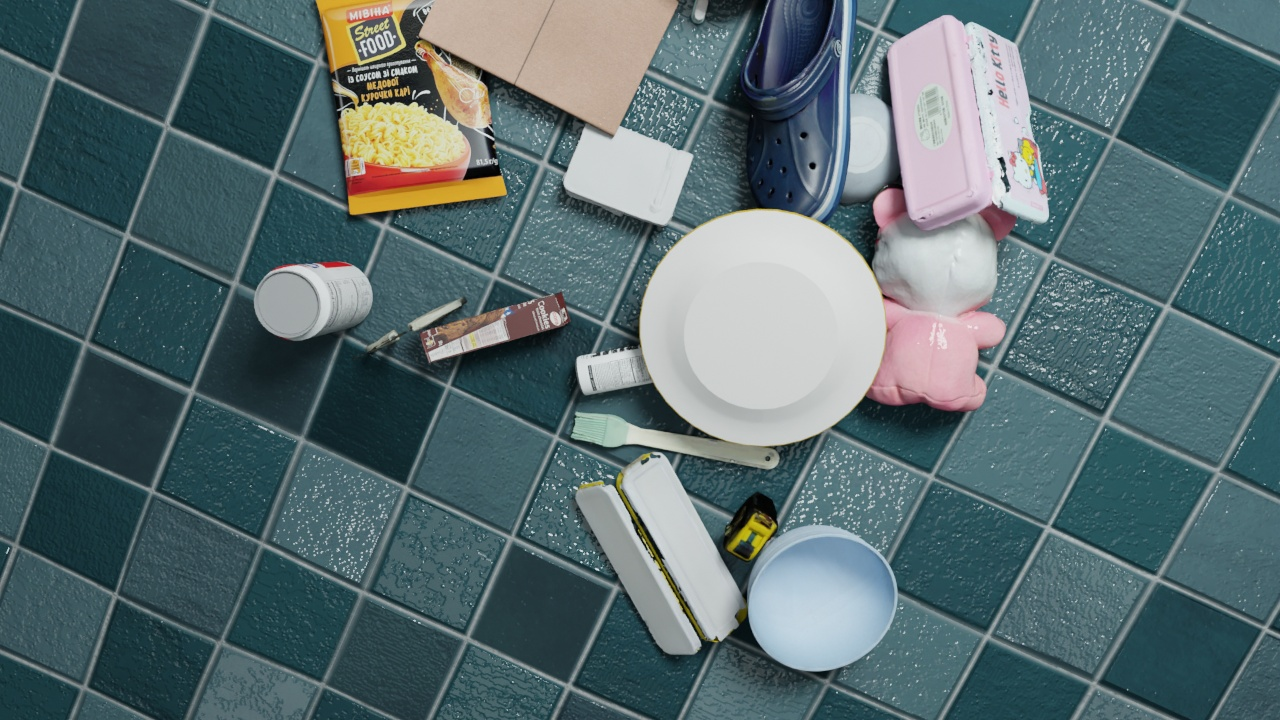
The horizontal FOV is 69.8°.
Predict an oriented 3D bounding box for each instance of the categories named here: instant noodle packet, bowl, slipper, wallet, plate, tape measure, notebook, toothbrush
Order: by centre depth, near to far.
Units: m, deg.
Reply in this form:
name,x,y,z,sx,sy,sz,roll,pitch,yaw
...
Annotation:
name,x,y,z,sx,sy,sz,roll,pitch,yaw
slipper,0.134,-0.248,0.844,0.105,0.095,0.253,9,96,41
plate,0.112,-0.024,0.853,0.230,0.021,0.230,3,107,8
toothbrush,0.077,-0.416,0.881,0.016,0.016,0.181,13,97,-5
notebook,-0.088,-0.327,0.883,0.209,0.008,0.141,26,95,-3
bowl,0.208,-0.207,0.888,0.106,0.039,0.106,0,98,4
instant noodle packet,-0.229,-0.265,0.911,0.160,0.032,0.221,-7,97,4
wallet,-0.012,-0.185,0.912,0.116,0.032,0.086,24,88,2
bowl,0.174,0.228,0.927,0.150,0.074,0.151,-1,105,-5
tape measure,0.110,0.170,0.936,0.038,0.067,0.063,30,108,-2

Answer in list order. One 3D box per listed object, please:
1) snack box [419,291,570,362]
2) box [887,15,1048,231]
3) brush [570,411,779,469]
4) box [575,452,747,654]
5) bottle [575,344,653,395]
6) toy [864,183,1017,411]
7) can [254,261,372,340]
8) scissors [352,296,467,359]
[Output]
name,x,y,z,sx,sy,sz,roll,pitch,yaw
snack box,-0.146,-0.034,0.929,0.141,0.051,0.032,-15,96,6
box,0.303,-0.212,0.849,0.101,0.103,0.201,-22,61,44
brush,0.037,0.085,0.954,0.217,0.012,0.033,10,99,1
box,0.021,0.202,0.964,0.083,0.080,0.210,-34,99,-33
bottle,-0.006,0.005,0.931,0.116,0.041,0.041,-11,97,5
toy,0.282,-0.058,0.882,0.142,0.084,0.213,8,98,9
can,-0.316,-0.060,0.895,0.070,0.132,0.070,0,98,3
scissors,-0.230,-0.029,0.895,0.168,0.158,0.012,-34,100,-38
